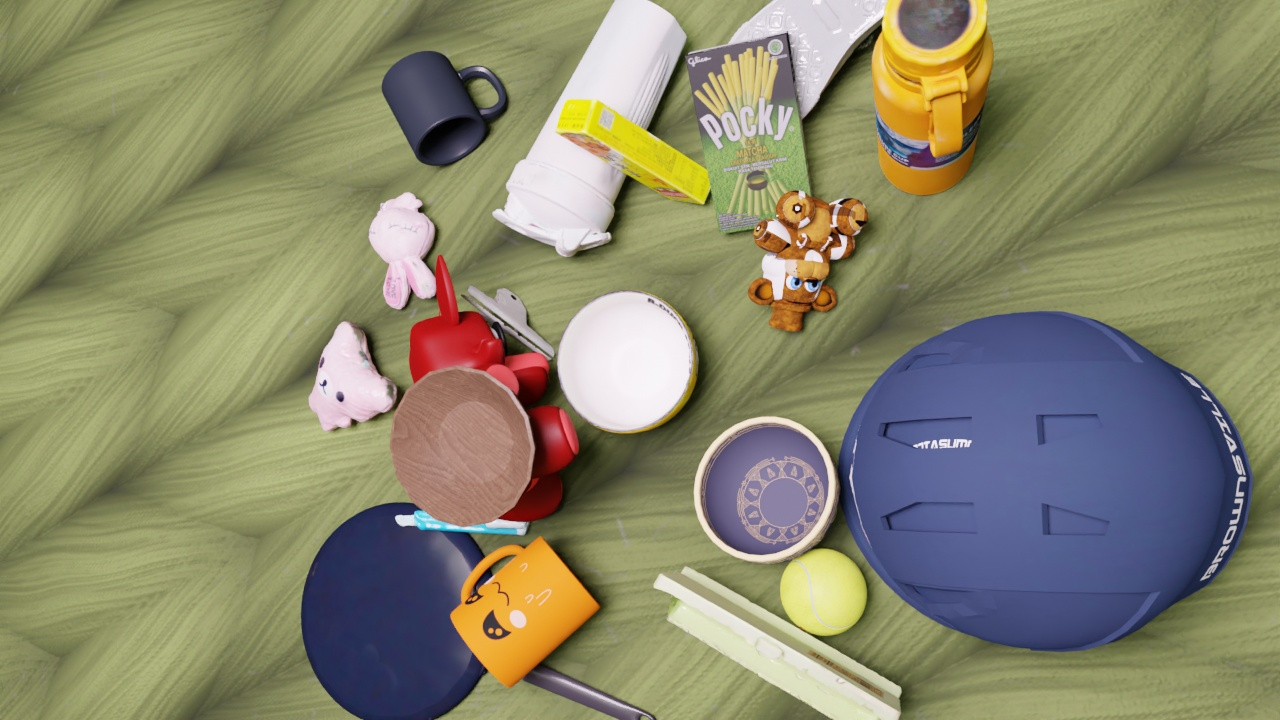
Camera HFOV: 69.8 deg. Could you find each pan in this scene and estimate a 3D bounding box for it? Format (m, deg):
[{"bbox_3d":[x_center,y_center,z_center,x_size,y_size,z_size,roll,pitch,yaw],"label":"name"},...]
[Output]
[{"bbox_3d":[-0.151,0.251,0.807,0.357,0.021,0.198,17,88,18],"label":"pan"}]

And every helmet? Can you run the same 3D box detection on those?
[{"bbox_3d":[0.243,0.081,0.633,0.273,0.222,0.232,-10,77,52],"label":"helmet"}]

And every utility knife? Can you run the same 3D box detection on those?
[{"bbox_3d":[-0.159,0.141,0.816,0.124,0.015,0.022,2,81,6],"label":"utility knife"}]

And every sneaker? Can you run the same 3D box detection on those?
[{"bbox_3d":[0.148,-0.277,0.758,0.089,0.087,0.236,45,119,-10],"label":"sneaker"}]

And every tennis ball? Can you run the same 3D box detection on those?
[{"bbox_3d":[0.140,0.177,0.705,0.065,0.065,0.065,-2,82,16],"label":"tennis ball"}]

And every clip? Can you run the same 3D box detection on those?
[{"bbox_3d":[-0.119,-0.042,0.822,0.040,0.101,0.054,-49,28,2],"label":"clip"}]

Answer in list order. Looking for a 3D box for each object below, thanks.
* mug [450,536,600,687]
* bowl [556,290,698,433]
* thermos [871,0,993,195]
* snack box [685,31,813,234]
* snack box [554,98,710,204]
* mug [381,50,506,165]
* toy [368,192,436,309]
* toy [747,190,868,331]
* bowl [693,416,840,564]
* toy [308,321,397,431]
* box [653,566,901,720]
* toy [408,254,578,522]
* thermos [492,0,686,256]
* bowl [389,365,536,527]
[{"bbox_3d":[-0.103,0.198,0.765,0.096,0.078,0.112,-40,41,-11],"label":"mug"},{"bbox_3d":[-0.005,0.005,0.771,0.117,0.067,0.117,-2,82,17],"label":"bowl"},{"bbox_3d":[0.209,-0.182,0.646,0.076,0.232,0.091,-40,74,7],"label":"thermos"},{"bbox_3d":[0.092,-0.183,0.751,0.080,0.025,0.148,-7,113,16],"label":"snack box"},{"bbox_3d":[-0.002,-0.169,0.753,0.040,0.147,0.029,16,87,45],"label":"snack box"},{"bbox_3d":[-0.179,-0.242,0.864,0.105,0.071,0.077,-25,74,-16],"label":"mug"},{"bbox_3d":[-0.224,-0.105,0.864,0.064,0.047,0.110,-16,81,23],"label":"toy"},{"bbox_3d":[0.130,-0.079,0.740,0.087,0.067,0.113,5,104,-17],"label":"toy"},{"bbox_3d":[0.106,0.107,0.723,0.113,0.061,0.112,-11,65,24],"label":"bowl"},{"bbox_3d":[-0.277,0.026,0.860,0.096,0.052,0.099,-42,70,20],"label":"toy"},{"bbox_3d":[0.102,0.213,0.682,0.188,0.141,0.047,26,72,20],"label":"box"},{"bbox_3d":[-0.131,0.032,0.768,0.120,0.159,0.197,-18,65,-21],"label":"toy"},{"bbox_3d":[-0.036,-0.200,0.799,0.099,0.099,0.220,26,87,18],"label":"thermos"},{"bbox_3d":[-0.126,0.062,0.674,0.118,0.030,0.118,1,94,18],"label":"bowl"}]
